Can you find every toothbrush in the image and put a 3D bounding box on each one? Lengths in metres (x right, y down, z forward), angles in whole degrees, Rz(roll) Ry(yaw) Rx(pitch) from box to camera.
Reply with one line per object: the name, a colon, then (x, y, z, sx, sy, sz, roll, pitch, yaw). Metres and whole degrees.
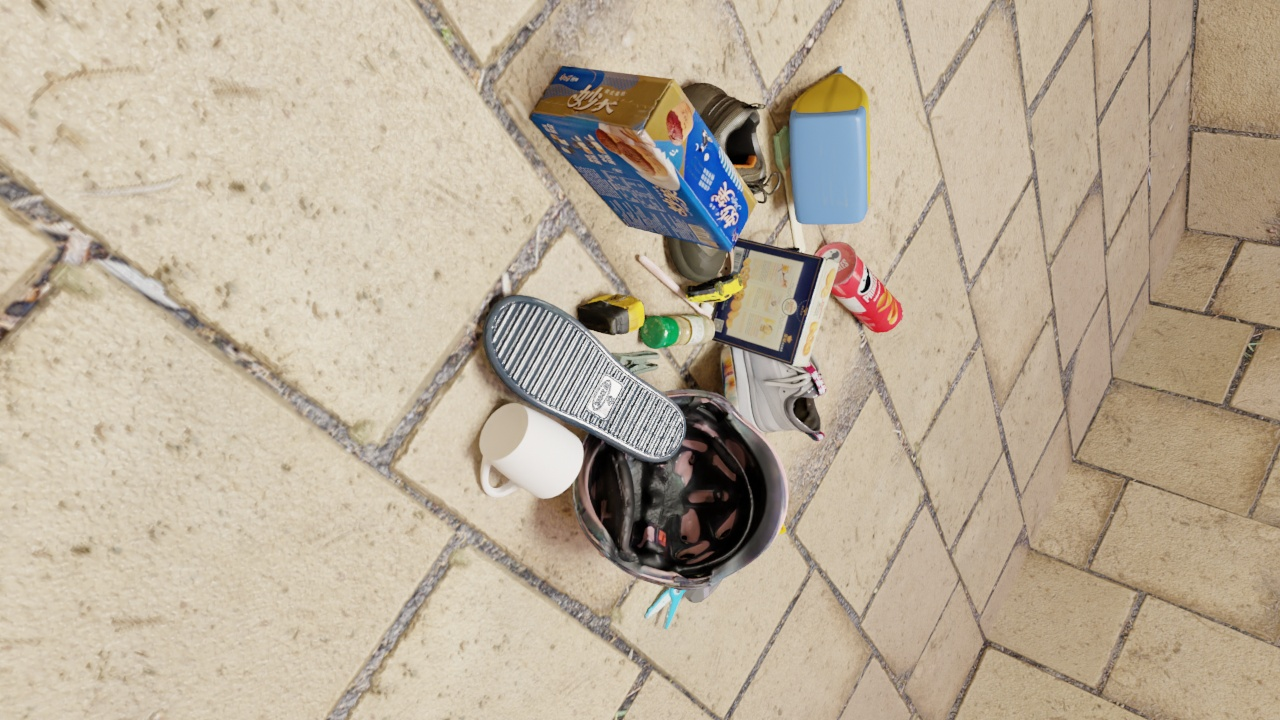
toothbrush: (0.047, -0.093, 1.158, 0.181, 0.016, 0.018, 34, 73, -52)

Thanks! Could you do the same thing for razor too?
razor: (0.119, 0.300, 1.392, 0.156, 0.057, 0.060, -53, 168, -7)

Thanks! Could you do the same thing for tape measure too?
tape measure: (-0.030, -0.055, 1.043, 0.064, 0.066, 0.037, -21, 118, -38)

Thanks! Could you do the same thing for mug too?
mug: (-0.133, 0.105, 0.994, 0.114, 0.081, 0.087, -38, 135, 10)

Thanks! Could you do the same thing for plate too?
plate: (0.127, 0.088, 1.246, 0.186, 0.016, 0.187, -88, 169, -62)

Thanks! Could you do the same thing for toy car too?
toy car: (0.094, -0.090, 1.173, 0.106, 0.049, 0.030, -24, 107, -57)

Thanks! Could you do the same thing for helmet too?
helmet: (0.041, 0.160, 1.107, 0.255, 0.153, 0.229, 0, 76, -10)

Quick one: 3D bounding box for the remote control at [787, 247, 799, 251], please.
remote control: (0.214, -0.097, 1.357, 0.030, 0.009, 0.140, -15, 119, -46)

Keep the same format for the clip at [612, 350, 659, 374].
clip: (-0.006, -0.003, 1.131, 0.078, 0.023, 0.049, -25, 125, -40)

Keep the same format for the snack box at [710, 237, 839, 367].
snack box: (0.171, -0.078, 1.207, 0.042, 0.145, 0.144, 8, 100, -52)

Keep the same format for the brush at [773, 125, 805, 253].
brush: (0.215, -0.230, 1.303, 0.033, 0.012, 0.218, -46, 138, -28)

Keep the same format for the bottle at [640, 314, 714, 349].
bottle: (0.050, -0.038, 1.164, 0.110, 0.043, 0.043, -6, 110, -49)

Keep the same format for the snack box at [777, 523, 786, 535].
snack box: (0.106, 0.209, 1.282, 0.229, 0.062, 0.110, 5, 61, -51)

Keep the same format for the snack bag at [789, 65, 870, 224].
snack bag: (0.269, -0.300, 1.269, 0.204, 0.102, 0.159, -64, 151, -51)

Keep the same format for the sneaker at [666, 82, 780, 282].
sneaker: (0.113, -0.201, 1.086, 0.100, 0.143, 0.238, -25, 124, -43)

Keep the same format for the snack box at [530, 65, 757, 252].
snack box: (0.008, -0.205, 0.949, 0.202, 0.155, 0.069, 41, 74, -49)

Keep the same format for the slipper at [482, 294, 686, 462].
slipper: (-0.068, 0.028, 1.004, 0.263, 0.083, 0.101, 36, 74, -22)

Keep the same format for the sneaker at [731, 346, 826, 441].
sneaker: (0.205, -0.004, 1.296, 0.096, 0.129, 0.263, -29, 124, -43)

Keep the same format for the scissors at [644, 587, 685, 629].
scissors: (0.065, 0.335, 1.343, 0.114, 0.013, 0.140, 16, 90, -25)

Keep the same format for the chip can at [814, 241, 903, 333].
chip can: (0.352, -0.111, 1.468, 0.232, 0.073, 0.073, 29, 83, -52)

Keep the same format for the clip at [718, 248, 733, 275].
clip: (0.103, -0.139, 1.200, 0.039, 0.024, 0.060, -18, 109, -48)
